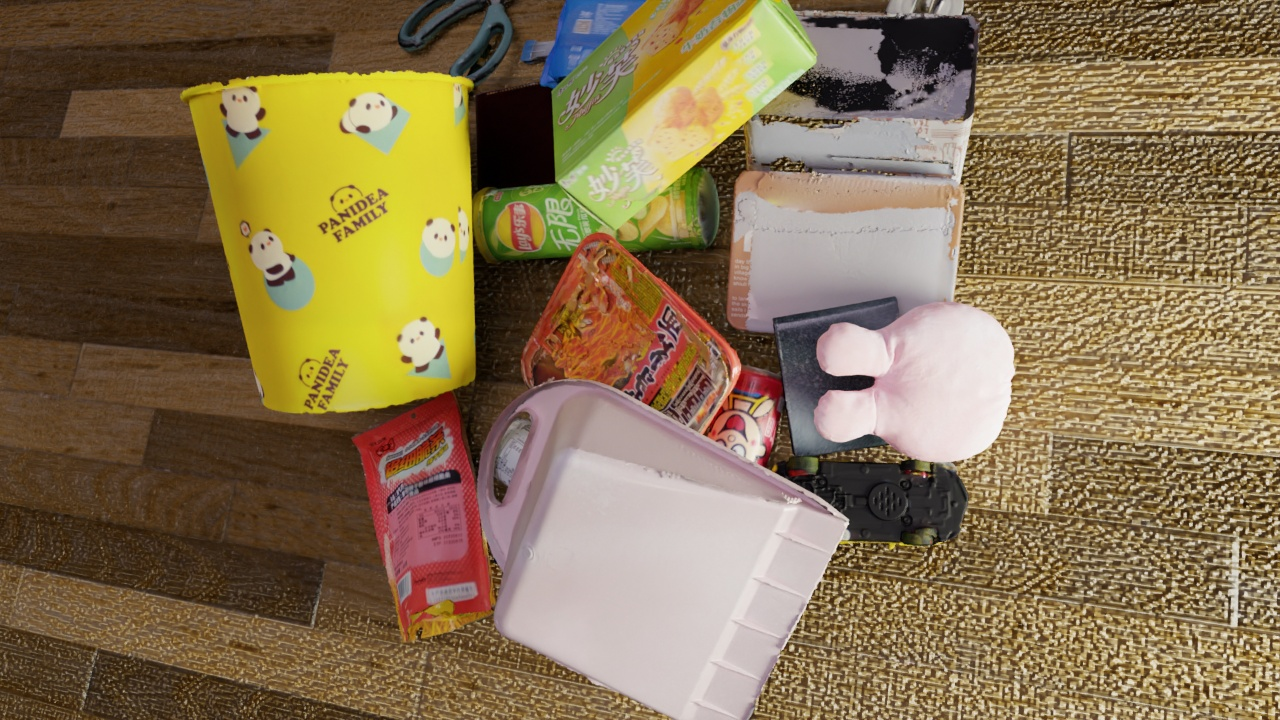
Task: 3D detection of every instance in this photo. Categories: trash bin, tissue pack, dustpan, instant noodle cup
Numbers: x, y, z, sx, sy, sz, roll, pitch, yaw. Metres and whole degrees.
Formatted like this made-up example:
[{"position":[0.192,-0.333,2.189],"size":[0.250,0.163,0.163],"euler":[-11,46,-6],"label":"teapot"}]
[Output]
[{"position":[-0.245,-0.100,0.780],"size":[0.230,0.229,0.255],"euler":[0,101,18],"label":"trash bin"},{"position":[-0.013,-0.292,0.866],"size":[0.157,0.052,0.095],"euler":[9,78,17],"label":"tissue pack"},{"position":[-0.005,0.135,0.719],"size":[0.273,0.138,0.223],"euler":[23,109,-5],"label":"dustpan"},{"position":[-0.004,0.004,0.758],"size":[0.189,0.079,0.165],"euler":[46,120,25],"label":"instant noodle cup"}]

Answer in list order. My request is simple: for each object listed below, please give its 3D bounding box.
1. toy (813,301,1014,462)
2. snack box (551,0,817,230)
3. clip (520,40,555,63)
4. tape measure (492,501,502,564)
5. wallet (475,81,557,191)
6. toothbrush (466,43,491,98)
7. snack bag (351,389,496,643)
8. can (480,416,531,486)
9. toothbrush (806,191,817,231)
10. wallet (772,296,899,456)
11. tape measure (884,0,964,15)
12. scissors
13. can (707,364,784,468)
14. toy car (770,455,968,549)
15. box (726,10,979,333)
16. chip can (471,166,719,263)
[{"position":[0.203,0.015,0.682],"size":[0.159,0.054,0.121],"euler":[3,93,-13],"label":"toy"},{"position":[0.024,-0.225,0.735],"size":[0.210,0.070,0.157],"euler":[-36,37,24],"label":"snack box"},{"position":[-0.093,-0.308,0.918],"size":[0.057,0.029,0.024],"euler":[10,78,30],"label":"clip"},{"position":[-0.101,0.153,0.806],"size":[0.054,0.025,0.058],"euler":[2,82,17],"label":"tape measure"},{"position":[-0.116,-0.215,0.902],"size":[0.096,0.020,0.122],"euler":[-8,74,11],"label":"wallet"},{"position":[-0.190,-0.241,0.935],"size":[0.012,0.017,0.185],"euler":[18,81,23],"label":"toothbrush"},{"position":[-0.192,0.136,0.823],"size":[0.129,0.073,0.207],"euler":[-28,65,23],"label":"snack bag"},{"position":[-0.066,0.107,0.788],"size":[0.147,0.058,0.058],"euler":[31,88,22],"label":"can"},{"position":[0.148,-0.066,0.779],"size":[0.021,0.029,0.189],"euler":[-20,66,53],"label":"toothbrush"},{"position":[0.160,0.016,0.722],"size":[0.097,0.019,0.121],"euler":[-9,106,8],"label":"wallet"},{"position":[0.246,-0.298,0.794],"size":[0.066,0.033,0.066],"euler":[20,85,20],"label":"tape measure"},{"position":[-0.185,-0.355,0.952],"size":[0.179,0.019,0.172],"euler":[13,73,27],"label":"scissors"},{"position":[0.079,0.073,0.750],"size":[0.053,0.053,0.132],"euler":[14,82,21],"label":"can"},{"position":[0.173,0.112,0.716],"size":[0.156,0.041,0.071],"euler":[-1,76,10],"label":"toy car"},{"position":[0.169,-0.151,0.735],"size":[0.179,0.124,0.273],"euler":[6,80,15],"label":"box"},{"position":[-0.040,-0.129,0.827],"size":[0.221,0.072,0.072],"euler":[-2,77,18],"label":"chip can"}]
